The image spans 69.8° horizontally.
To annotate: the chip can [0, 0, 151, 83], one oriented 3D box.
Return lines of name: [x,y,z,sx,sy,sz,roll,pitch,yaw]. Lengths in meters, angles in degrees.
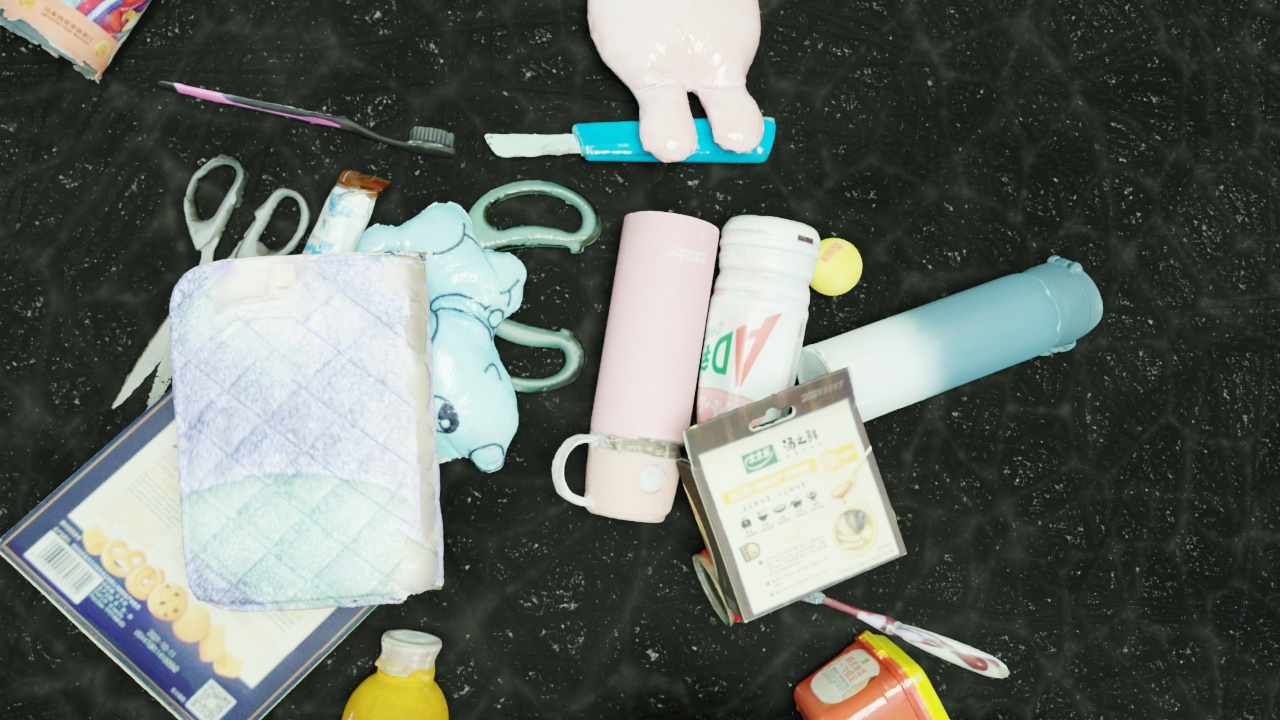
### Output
chip can: [-0.304,-0.279,0.556,0.071,0.071,0.214,31,83,-8]

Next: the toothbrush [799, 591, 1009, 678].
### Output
toothbrush: [0.185,0.193,0.657,0.187,0.017,0.016,24,84,-8]

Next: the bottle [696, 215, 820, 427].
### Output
bottle: [0.074,0.004,0.620,0.068,0.068,0.197,10,89,-11]

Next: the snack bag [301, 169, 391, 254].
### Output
snack bag: [-0.197,-0.074,0.585,0.048,0.026,0.104,19,83,34]

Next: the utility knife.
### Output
utility knife: [-0.004,-0.152,0.635,0.204,0.018,0.034,-3,76,-11]

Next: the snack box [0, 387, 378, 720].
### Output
snack box: [-0.248,0.108,0.563,0.182,0.046,0.178,-44,96,-10]

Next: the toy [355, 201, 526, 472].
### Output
toy: [-0.129,-0.007,0.575,0.161,0.050,0.156,42,83,-6]

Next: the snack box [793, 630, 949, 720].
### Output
snack box: [0.152,0.236,0.615,0.080,0.091,0.082,-28,93,-4]

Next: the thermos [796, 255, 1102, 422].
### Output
thermos: [0.222,-0.012,0.650,0.220,0.070,0.070,-18,91,-11]

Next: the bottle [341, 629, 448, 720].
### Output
bottle: [-0.159,0.264,0.562,0.068,0.068,0.189,11,85,-10]

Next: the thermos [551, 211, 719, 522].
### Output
thermos: [-0.004,0.004,0.602,0.087,0.067,0.198,12,86,-24]

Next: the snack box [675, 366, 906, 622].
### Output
snack box: [0.091,0.081,0.570,0.113,0.053,0.125,-20,92,-11]

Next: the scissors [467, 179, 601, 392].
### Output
scissors: [-0.100,-0.039,0.612,0.174,0.019,0.176,-16,92,-13]

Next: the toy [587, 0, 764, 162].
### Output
toy: [0.028,-0.211,0.624,0.121,0.054,0.159,-8,82,-11]

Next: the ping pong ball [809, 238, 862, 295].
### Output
ping pong ball: [0.136,-0.066,0.647,0.040,0.040,0.040,0,87,-11]

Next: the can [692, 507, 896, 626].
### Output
can: [0.106,0.127,0.627,0.132,0.053,0.053,-25,92,-11]

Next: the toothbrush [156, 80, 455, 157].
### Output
toothbrush: [-0.214,-0.161,0.598,0.189,0.014,0.017,11,75,-10]

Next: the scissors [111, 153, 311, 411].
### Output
scissors: [-0.271,-0.043,0.582,0.150,0.014,0.170,-10,90,-10]

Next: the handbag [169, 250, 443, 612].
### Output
handbag: [-0.182,0.038,0.515,0.134,0.075,0.194,-3,90,-1]
